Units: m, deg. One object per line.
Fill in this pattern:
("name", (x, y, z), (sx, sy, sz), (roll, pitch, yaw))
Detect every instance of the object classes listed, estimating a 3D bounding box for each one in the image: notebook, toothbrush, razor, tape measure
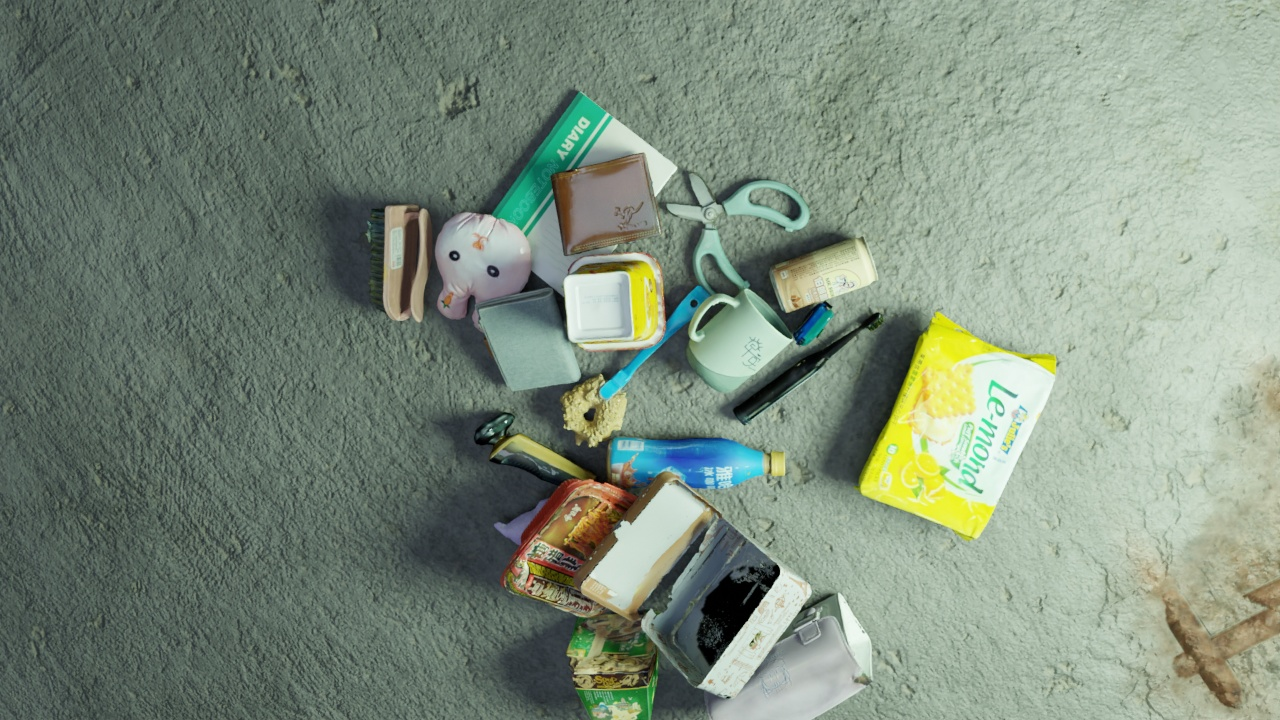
("notebook", (-0.077, -0.196, 1.115), (0.150, 0.012, 0.209), (39, 102, 2))
("toothbrush", (0.205, 0.009, 1.118), (0.213, 0.026, 0.027), (-37, 129, 12))
("razor", (-0.133, 0.122, 1.180), (0.167, 0.062, 0.067), (27, 73, -3))
("tape measure", (0.207, -0.043, 1.090), (0.025, 0.054, 0.058), (40, 105, 2))

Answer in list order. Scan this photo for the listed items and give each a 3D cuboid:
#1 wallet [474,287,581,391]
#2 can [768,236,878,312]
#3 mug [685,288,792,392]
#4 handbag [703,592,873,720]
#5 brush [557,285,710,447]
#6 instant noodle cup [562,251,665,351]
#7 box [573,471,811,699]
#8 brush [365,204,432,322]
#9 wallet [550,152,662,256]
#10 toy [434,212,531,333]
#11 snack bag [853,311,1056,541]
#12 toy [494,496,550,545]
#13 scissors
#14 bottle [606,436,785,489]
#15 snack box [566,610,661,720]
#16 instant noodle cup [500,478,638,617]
("wallet", (-0.141, -0.025, 1.139), (0.107, 0.036, 0.130), (-9, 125, 11))
("can", (0.213, -0.101, 1.075), (0.116, 0.058, 0.058), (-19, 98, 12))
("mug", (0.104, -0.028, 1.085), (0.106, 0.082, 0.111), (-42, 121, 19))
("handbag", (0.183, 0.386, 1.138), (0.197, 0.144, 0.098), (-32, 98, 13))
("brush", (-0.007, 0.007, 1.136), (0.083, 0.045, 0.255), (45, 104, 5))
("instant noodle cup", (-0.036, -0.065, 1.055), (0.116, 0.123, 0.116), (-3, 96, 10))
("box", (0.067, 0.270, 1.087), (0.181, 0.157, 0.197), (-50, 130, -2))
("brush", (-0.297, -0.120, 1.143), (0.073, 0.063, 0.146), (9, 104, 17))
("wallet", (-0.041, -0.184, 1.089), (0.125, 0.032, 0.101), (-11, 98, 11))
("toy", (-0.197, -0.105, 1.128), (0.121, 0.054, 0.160), (21, 122, 4))
("snack bag", (0.366, 0.080, 1.086), (0.158, 0.068, 0.247), (21, 104, 4))
("toy", (-0.125, 0.218, 1.202), (0.108, 0.039, 0.084), (-35, 110, 9))
("scissors", (0.125, -0.159, 1.097), (0.181, 0.019, 0.170), (-22, 97, 13))
("bottle", (0.069, 0.127, 1.142), (0.219, 0.065, 0.065), (0, 102, 7))
("snack box", (-0.028, 0.404, 1.199), (0.118, 0.117, 0.106), (-4, 113, 11))
("instant noodle cup", (-0.070, 0.224, 1.151), (0.164, 0.079, 0.189), (30, 107, -32))
